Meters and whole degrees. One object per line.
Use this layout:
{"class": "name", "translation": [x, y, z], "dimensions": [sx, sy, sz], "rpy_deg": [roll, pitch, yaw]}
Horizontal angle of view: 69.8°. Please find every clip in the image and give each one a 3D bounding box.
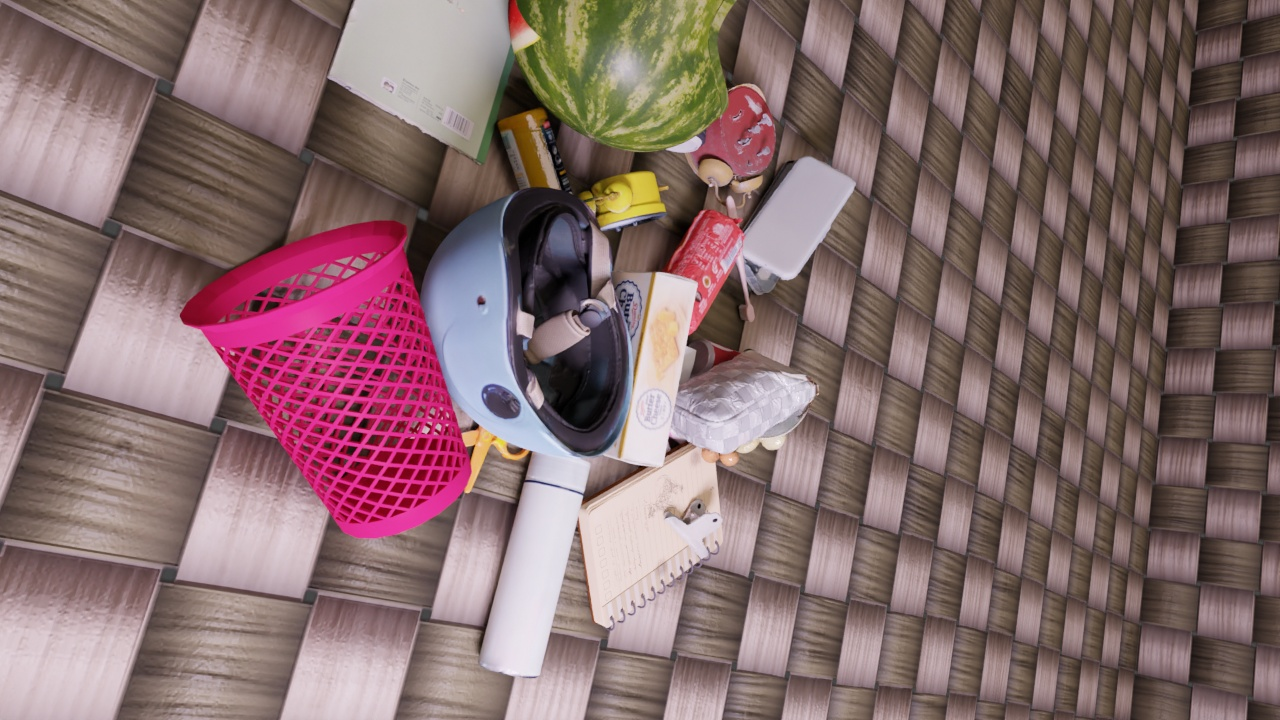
{"class": "clip", "translation": [0.069, 0.198, 1.121], "dimensions": [0.054, 0.038, 0.101], "rpy_deg": [-42, 130, -4]}

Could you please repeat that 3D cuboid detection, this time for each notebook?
{"class": "notebook", "translation": [-0.196, -0.350, 0.925], "dimensions": [0.181, 0.010, 0.252], "rpy_deg": [24, 73, -41]}
{"class": "notebook", "translation": [0.020, 0.204, 1.102], "dimensions": [0.224, 0.024, 0.167], "rpy_deg": [-25, 116, -42]}

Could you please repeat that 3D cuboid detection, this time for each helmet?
{"class": "helmet", "translation": [-0.016, -0.348, 0.954], "dimensions": [0.243, 0.213, 0.247], "rpy_deg": [8, 92, -20]}
{"class": "helmet", "translation": [-0.109, -0.027, 0.892], "dimensions": [0.224, 0.167, 0.266], "rpy_deg": [-51, 124, -51]}

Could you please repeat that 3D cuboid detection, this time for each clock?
{"class": "clock", "translation": [0.122, -0.276, 1.183], "dimensions": [0.117, 0.081, 0.159], "rpy_deg": [5, 86, -44]}
{"class": "clock", "translation": [-0.023, -0.178, 1.041], "dimensions": [0.118, 0.083, 0.057], "rpy_deg": [-16, 95, -46]}

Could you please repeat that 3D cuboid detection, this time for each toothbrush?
{"class": "toothbrush", "translation": [0.129, -0.132, 1.207], "dimensions": [0.015, 0.018, 0.181], "rpy_deg": [-33, 125, -32]}

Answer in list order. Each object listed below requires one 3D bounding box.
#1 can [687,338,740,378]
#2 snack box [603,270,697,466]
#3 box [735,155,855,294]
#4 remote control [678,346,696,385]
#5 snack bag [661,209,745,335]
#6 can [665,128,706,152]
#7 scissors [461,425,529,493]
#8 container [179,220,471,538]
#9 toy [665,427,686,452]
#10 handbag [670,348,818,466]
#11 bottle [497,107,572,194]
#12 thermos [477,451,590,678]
{"class": "can", "translation": [0.102, 0.008, 1.181], "dimensions": [0.096, 0.054, 0.054], "rpy_deg": [18, 77, -43]}
{"class": "snack box", "translation": [-0.006, 0.006, 1.016], "dimensions": [0.057, 0.104, 0.208], "rpy_deg": [11, 89, -33]}
{"class": "box", "translation": [0.217, -0.194, 1.259], "dimensions": [0.107, 0.110, 0.215], "rpy_deg": [48, 58, -29]}
{"class": "remote control", "translation": [0.003, -0.008, 1.097], "dimensions": [0.143, 0.024, 0.049], "rpy_deg": [18, 86, -31]}
{"class": "snack bag", "translation": [0.068, -0.112, 1.133], "dimensions": [0.082, 0.082, 0.176], "rpy_deg": [49, 57, -32]}
{"class": "can", "translation": [0.054, -0.326, 1.129], "dimensions": [0.064, 0.064, 0.127], "rpy_deg": [14, 80, -43]}
{"class": "scissors", "translation": [-0.161, 0.072, 0.953], "dimensions": [0.125, 0.011, 0.129], "rpy_deg": [-5, 92, -46]}
{"class": "container", "translation": [-0.242, 0.024, 0.775], "dimensions": [0.182, 0.183, 0.226], "rpy_deg": [-40, 124, -37]}
{"class": "toy", "translation": [0.022, 0.072, 1.111], "dimensions": [0.075, 0.037, 0.125], "rpy_deg": [-53, 134, -30]}
{"class": "handbag", "translation": [0.113, 0.064, 1.097], "dimensions": [0.171, 0.112, 0.123], "rpy_deg": [-23, 126, -35]}
{"class": "bottle", "translation": [-0.098, -0.173, 0.986], "dimensions": [0.053, 0.053, 0.186], "rpy_deg": [-32, 111, -40]}
{"class": "thermos", "translation": [-0.110, 0.209, 0.964], "dimensions": [0.068, 0.068, 0.229], "rpy_deg": [24, 73, -41]}
